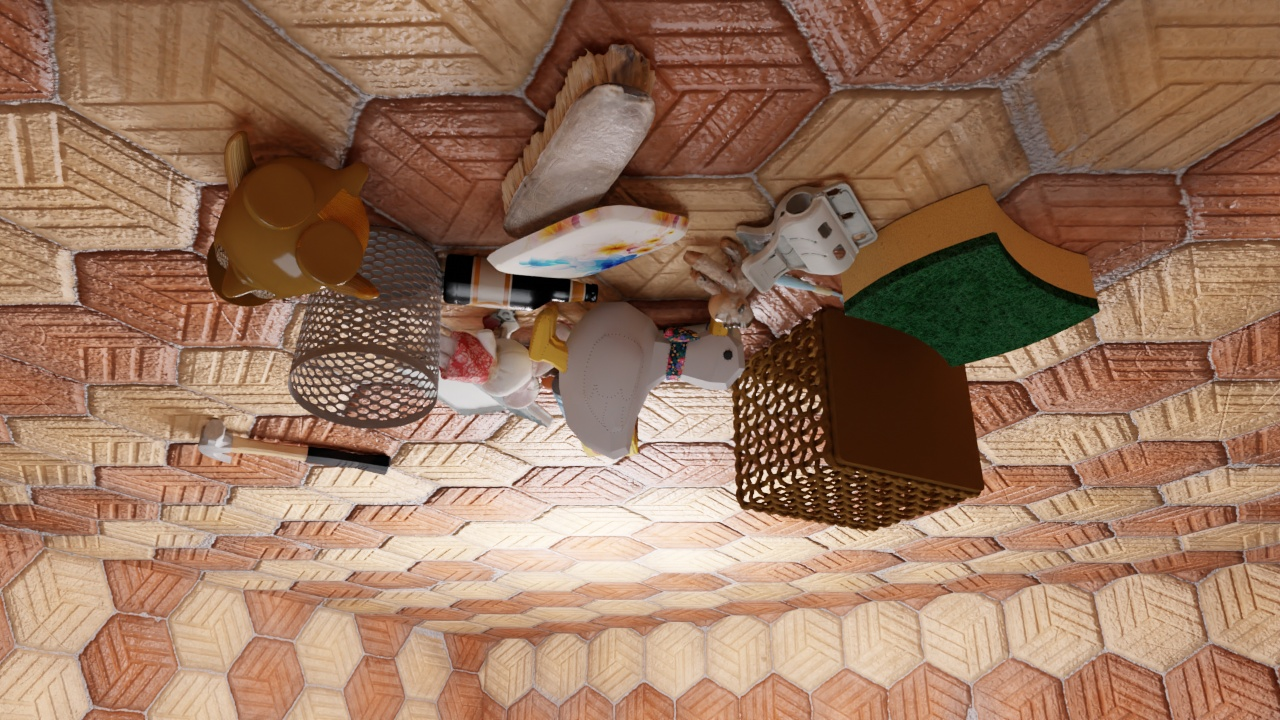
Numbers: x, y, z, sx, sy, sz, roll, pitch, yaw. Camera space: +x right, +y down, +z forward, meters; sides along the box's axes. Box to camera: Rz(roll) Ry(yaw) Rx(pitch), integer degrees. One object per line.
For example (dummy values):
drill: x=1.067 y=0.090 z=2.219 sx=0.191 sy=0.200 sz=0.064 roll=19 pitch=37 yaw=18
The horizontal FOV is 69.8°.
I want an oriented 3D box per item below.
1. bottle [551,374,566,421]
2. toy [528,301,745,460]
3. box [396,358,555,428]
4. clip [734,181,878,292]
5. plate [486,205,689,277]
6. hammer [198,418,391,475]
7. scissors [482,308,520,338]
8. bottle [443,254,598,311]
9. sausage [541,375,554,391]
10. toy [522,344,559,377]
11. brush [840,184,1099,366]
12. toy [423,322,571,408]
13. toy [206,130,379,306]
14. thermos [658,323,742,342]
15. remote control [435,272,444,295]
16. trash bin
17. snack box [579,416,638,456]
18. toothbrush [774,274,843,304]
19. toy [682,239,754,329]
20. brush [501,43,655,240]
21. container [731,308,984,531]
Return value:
bottle: x=-0.100 y=0.056 z=1.319 sx=0.040 sy=0.040 sz=0.130 roll=-3 pitch=152 yaw=6
toy: x=-0.007 y=0.006 z=1.163 sx=0.267 sy=0.247 sz=0.141 roll=17 pitch=-173 yaw=-2
box: x=-0.247 y=0.047 z=1.404 sx=0.193 sy=0.061 sz=0.210 roll=9 pitch=159 yaw=29
clip: x=0.179 y=-0.134 z=1.008 sx=0.144 sy=0.074 sz=0.124 roll=-22 pitch=145 yaw=21
plate: x=-0.053 y=-0.122 z=0.996 sx=0.187 sy=0.016 sz=0.186 roll=-18 pitch=171 yaw=33
hammer: x=-0.623 y=0.168 z=1.668 sx=0.327 sy=0.039 sz=0.131 roll=12 pitch=153 yaw=-22
scissors: x=-0.194 y=-0.050 z=1.233 sx=0.146 sy=0.015 sz=0.188 roll=-5 pitch=152 yaw=12
bottle: x=-0.142 y=-0.089 z=1.098 sx=0.181 sy=0.059 sz=0.059 roll=5 pitch=154 yaw=-9
sausage: x=-0.065 y=0.031 z=1.362 sx=0.164 sy=0.044 sz=0.039 roll=3 pitch=118 yaw=-5
toy: x=-0.141 y=0.004 z=1.314 sx=0.101 sy=0.041 sz=0.055 roll=18 pitch=128 yaw=-16
brush: x=0.381 y=-0.087 z=1.070 sx=0.250 sy=0.075 sz=0.196 roll=20 pitch=148 yaw=-35
toy: x=-0.197 y=0.003 z=1.228 sx=0.194 sy=0.084 sz=0.159 roll=12 pitch=128 yaw=-32
toy: x=-0.373 y=-0.123 z=0.943 sx=0.204 sy=0.162 sz=0.198 roll=-12 pitch=122 yaw=49
thermos: x=0.023 y=-0.008 z=1.253 sx=0.230 sy=0.067 sz=0.068 roll=-7 pitch=153 yaw=17
remote control: x=-0.260 y=-0.099 z=1.140 sx=0.146 sy=0.008 sz=0.045 roll=13 pitch=152 yaw=-23
trash bin: x=-0.304 y=-0.040 z=1.044 sx=0.156 sy=0.183 sz=0.157 roll=-2 pitch=146 yaw=-2
snack box: x=-0.047 y=0.088 z=1.407 sx=0.083 sy=0.105 sz=0.061 roll=-2 pitch=154 yaw=5
toothbrush: x=0.200 y=-0.091 z=1.135 sx=0.155 sy=0.016 sz=0.022 roll=13 pitch=-171 yaw=-25
toy: x=0.098 y=-0.079 z=1.071 sx=0.074 sy=0.106 sz=0.085 roll=-19 pitch=163 yaw=-7
brush: x=-0.066 y=-0.194 z=0.883 sx=0.083 sy=0.056 sz=0.272 roll=7 pitch=155 yaw=-24
container: x=0.294 y=0.092 z=1.276 sx=0.251 sy=0.219 sz=0.215 roll=14 pitch=151 yaw=-25
